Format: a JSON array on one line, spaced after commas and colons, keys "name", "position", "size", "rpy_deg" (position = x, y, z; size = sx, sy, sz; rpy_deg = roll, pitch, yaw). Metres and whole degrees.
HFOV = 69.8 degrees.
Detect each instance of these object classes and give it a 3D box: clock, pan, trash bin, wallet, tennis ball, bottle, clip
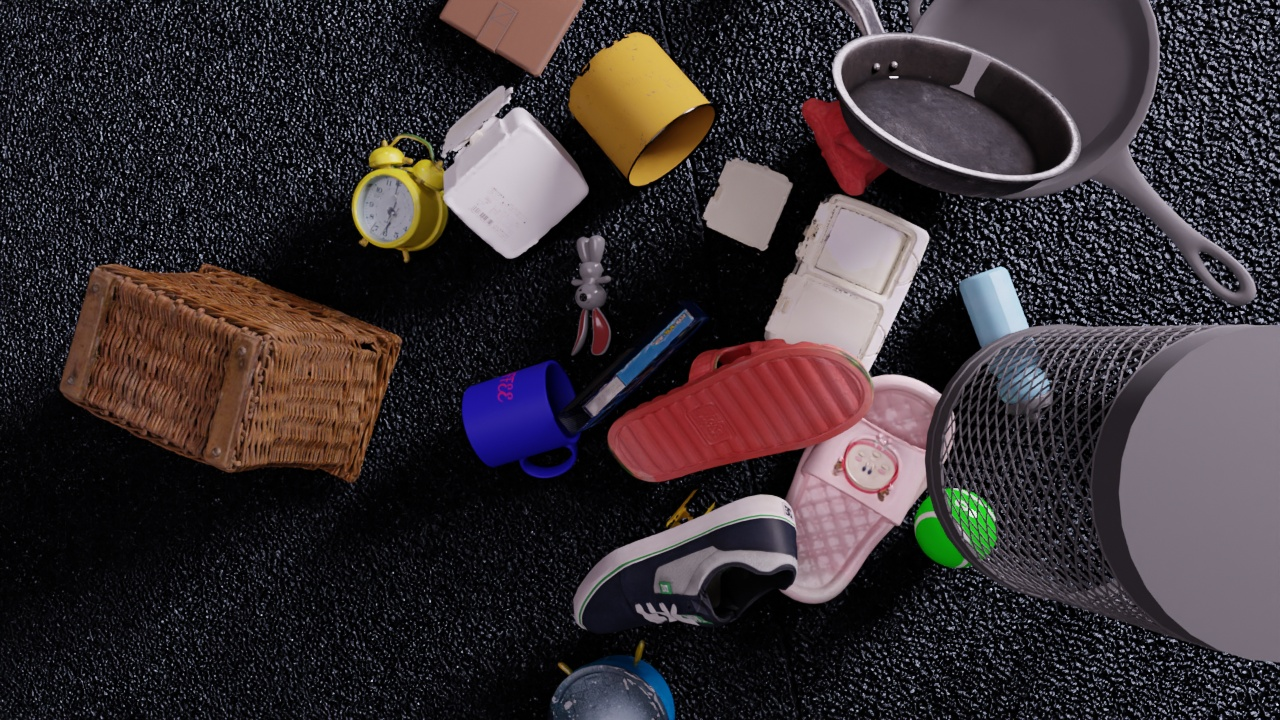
[{"name": "clock", "position": [-0.230, -0.159, 0.889], "size": [0.083, 0.057, 0.119], "rpy_deg": [22, 103, 14]}, {"name": "clock", "position": [-0.018, 0.348, 0.849], "size": [0.117, 0.060, 0.161], "rpy_deg": [-17, 89, 14]}, {"name": "pan", "position": [0.344, -0.180, 0.721], "size": [0.217, 0.024, 0.354], "rpy_deg": [-46, 72, 29]}, {"name": "pan", "position": [0.195, -0.249, 0.723], "size": [0.356, 0.187, 0.055], "rpy_deg": [60, 150, 33]}, {"name": "trash bin", "position": [0.344, 0.077, 0.622], "size": [0.217, 0.227, 0.217], "rpy_deg": [0, 88, -5]}, {"name": "wallet", "position": [-0.124, -0.336, 0.879], "size": [0.121, 0.013, 0.087], "rpy_deg": [34, 95, 12]}, {"name": "tennis ball", "position": [0.262, 0.139, 0.763], "size": [0.065, 0.065, 0.065], "rpy_deg": [0, 92, 15]}, {"name": "bottle", "position": [0.304, -0.011, 0.759], "size": [0.040, 0.040, 0.130], "rpy_deg": [-20, 87, 15]}, {"name": "clip", "position": [0.038, 0.145, 0.837], "size": [0.049, 0.054, 0.044], "rpy_deg": [-15, 109, 39]}]

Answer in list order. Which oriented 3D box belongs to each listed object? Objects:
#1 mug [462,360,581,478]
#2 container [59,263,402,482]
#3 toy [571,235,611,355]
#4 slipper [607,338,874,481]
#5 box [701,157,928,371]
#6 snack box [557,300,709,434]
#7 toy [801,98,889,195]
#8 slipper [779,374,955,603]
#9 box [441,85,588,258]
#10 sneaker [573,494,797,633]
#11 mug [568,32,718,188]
[{"name": "mug", "position": [-0.103, 0.063, 0.859], "size": [0.084, 0.079, 0.111], "rpy_deg": [-18, 115, 15]}, {"name": "container", "position": [-0.397, 0.008, 0.874], "size": [0.250, 0.183, 0.162], "rpy_deg": [20, 95, 13]}, {"name": "toy", "position": [-0.047, -0.060, 0.858], "size": [0.049, 0.030, 0.111], "rpy_deg": [-1, 89, 44]}, {"name": "slipper", "position": [0.082, 0.037, 0.803], "size": [0.249, 0.059, 0.103], "rpy_deg": [-21, 113, 30]}, {"name": "box", "position": [0.135, -0.075, 0.764], "size": [0.186, 0.070, 0.143], "rpy_deg": [21, 98, -3]}, {"name": "snack box", "position": [-0.005, 0.005, 0.823], "size": [0.150, 0.082, 0.027], "rpy_deg": [-43, 83, 13]}, {"name": "toy", "position": [0.186, -0.190, 0.737], "size": [0.094, 0.132, 0.088], "rpy_deg": [-31, 95, 20]}, {"name": "slipper", "position": [0.180, 0.111, 0.790], "size": [0.107, 0.055, 0.222], "rpy_deg": [33, 101, 14]}, {"name": "box", "position": [-0.131, -0.190, 0.863], "size": [0.109, 0.136, 0.121], "rpy_deg": [-40, 124, 11]}, {"name": "sneaker", "position": [0.033, 0.200, 0.793], "size": [0.236, 0.084, 0.079], "rpy_deg": [-32, 39, 27]}, {"name": "mug", "position": [-0.005, -0.214, 0.814], "size": [0.094, 0.100, 0.124], "rpy_deg": [51, 143, 10]}]
